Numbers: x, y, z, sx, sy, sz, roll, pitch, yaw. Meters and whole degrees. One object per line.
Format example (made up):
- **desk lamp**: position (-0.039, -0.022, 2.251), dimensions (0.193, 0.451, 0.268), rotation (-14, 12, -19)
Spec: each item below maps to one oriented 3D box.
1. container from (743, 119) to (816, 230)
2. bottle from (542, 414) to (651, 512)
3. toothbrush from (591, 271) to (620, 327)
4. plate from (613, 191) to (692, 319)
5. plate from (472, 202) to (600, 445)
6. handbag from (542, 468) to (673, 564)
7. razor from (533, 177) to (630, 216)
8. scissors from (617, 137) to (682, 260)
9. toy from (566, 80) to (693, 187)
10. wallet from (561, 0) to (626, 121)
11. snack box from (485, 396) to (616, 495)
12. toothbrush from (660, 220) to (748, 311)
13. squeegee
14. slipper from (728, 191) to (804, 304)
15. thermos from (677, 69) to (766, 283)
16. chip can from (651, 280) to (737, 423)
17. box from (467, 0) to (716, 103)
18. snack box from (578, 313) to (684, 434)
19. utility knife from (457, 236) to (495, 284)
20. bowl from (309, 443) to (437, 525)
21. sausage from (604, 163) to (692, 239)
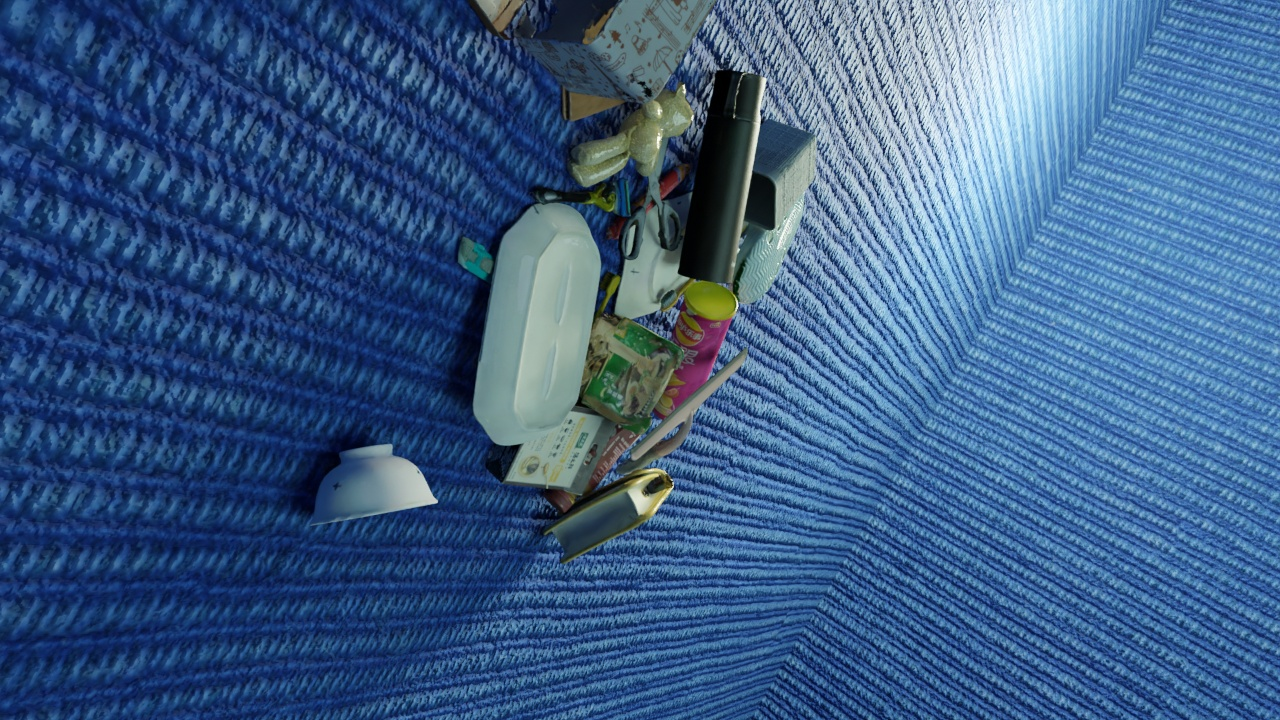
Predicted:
- **container**: position (0.169, -0.248, 1.201), dimensions (0.114, 0.090, 0.090), rotation (-47, 150, -27)
- **bottle**: position (-0.059, 0.126, 1.223), dimensions (0.174, 0.057, 0.057), rotation (-48, 150, -20)
- **toothbrush**: position (-0.072, -0.020, 1.110), dimensions (0.015, 0.016, 0.190), rotation (5, 114, -60)
- **plate**: position (0.036, -0.126, 1.160), dimensions (0.163, 0.034, 0.165), rotation (-27, 138, -46)
- **plate**: position (-0.099, -0.033, 0.975), dimensions (0.161, 0.034, 0.266), rotation (-2, 107, -56)
- **handbag**: position (-0.035, 0.195, 1.266), dimensions (0.164, 0.063, 0.178), rotation (-31, 180, 26)
- **razor**: position (-0.063, -0.172, 0.971), dimensions (0.142, 0.022, 0.042), rotation (-11, 96, -50)
- **scissors**: position (0.015, -0.192, 1.050), dimensions (0.175, 0.014, 0.159), rotation (-57, 139, -9)
- **toy**: position (-0.009, -0.235, 0.963), dimensions (0.157, 0.066, 0.105), rotation (-37, 152, -24)
- **wallet**: position (-0.033, -0.298, 0.904), dimensions (0.115, 0.020, 0.101), rotation (-34, 141, -34)
- **snack box**: position (-0.105, 0.098, 1.104), dimensions (0.125, 0.053, 0.113), rotation (15, 105, -48)
- **toothbrush**: position (0.084, -0.128, 1.181), dimensions (0.191, 0.016, 0.018), rotation (-47, 143, -25)
- **squeegee**: position (0.026, 0.110, 1.229), dimensions (0.246, 0.040, 0.250), rotation (-40, 175, -37)
- **slipper**: position (0.170, -0.184, 1.284), dimensions (0.104, 0.074, 0.244), rotation (84, 29, -47)
- **thermos**: position (0.093, -0.215, 1.082), dimensions (0.089, 0.068, 0.243), rotation (-31, 131, -70)
- **chip can**: position (0.069, -0.007, 1.248), dimensions (0.071, 0.071, 0.211), rotation (-33, 152, -39)
- **box**: position (-0.047, -0.342, 0.727), dimensions (0.193, 0.157, 0.183), rotation (37, 82, -45)
- **snack box**: position (-0.007, 0.007, 1.118), dimensions (0.118, 0.117, 0.105), rotation (-62, 169, 14)
- **utility knife**: position (-0.140, -0.087, 0.937), dimensions (0.029, 0.013, 0.157), rotation (-59, 152, 0)
- **bowl**: position (-0.258, 0.115, 0.876), dimensions (0.118, 0.118, 0.064), rotation (0, 78, -58)
- **sausage**: position (0.011, -0.189, 1.076), dimensions (0.155, 0.020, 0.020), rotation (-46, 149, -24)
